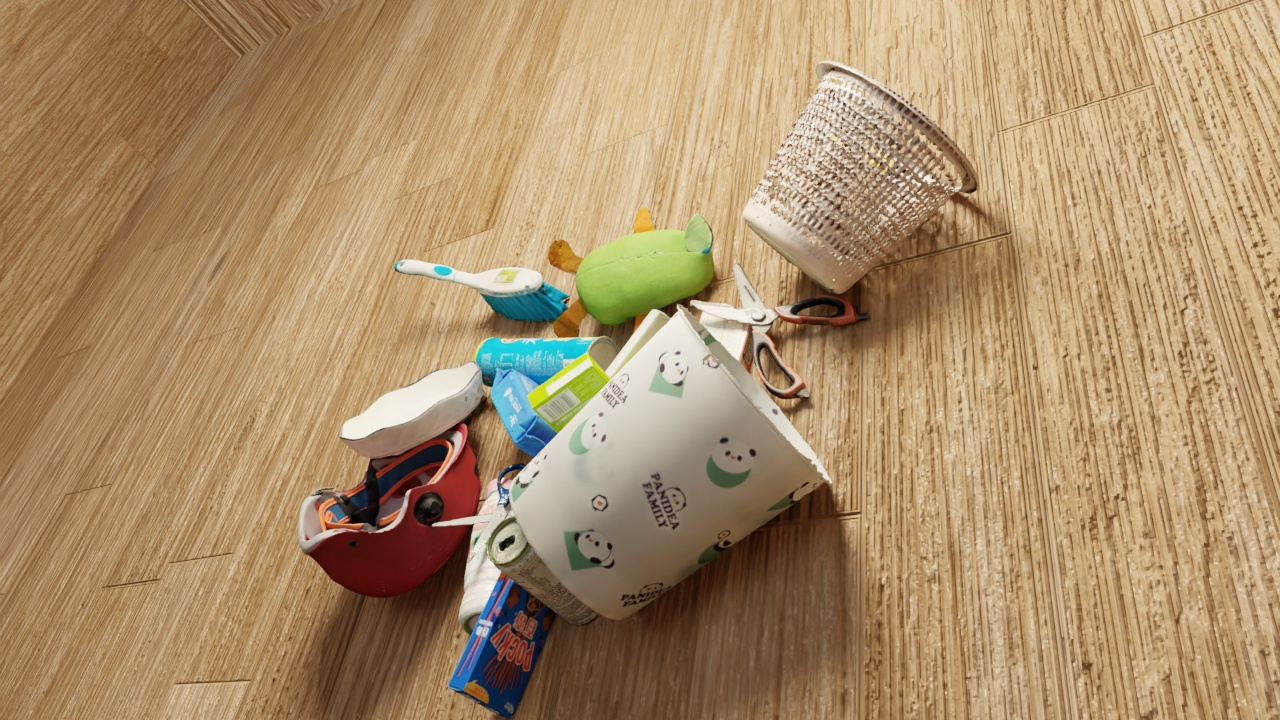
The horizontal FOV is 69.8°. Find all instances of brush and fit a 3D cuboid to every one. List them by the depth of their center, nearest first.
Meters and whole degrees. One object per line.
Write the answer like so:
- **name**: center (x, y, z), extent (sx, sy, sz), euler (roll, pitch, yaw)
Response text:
- **brush**: center (-0.250, -0.116, 1.410), extent (0.315, 0.109, 0.060), euler (5, 60, 40)

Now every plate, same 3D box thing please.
- **plate**: center (-0.298, 0.067, 1.220), extent (0.205, 0.045, 0.204), euler (-22, 15, 6)

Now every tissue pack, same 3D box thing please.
- **tissue pack**: center (-0.138, 0.074, 1.164), extent (0.052, 0.095, 0.157), euler (-43, 39, 7)

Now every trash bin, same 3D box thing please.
- **trash bin**: center (0.021, 0.110, 0.920), extent (0.252, 0.229, 0.229), euler (-41, 40, 8)
- **trash bin**: center (0.231, -0.192, 1.045), extent (0.192, 0.227, 0.227), euler (-51, 39, 7)

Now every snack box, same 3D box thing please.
- **snack box**: center (-0.137, 0.289, 0.977), extent (0.026, 0.084, 0.156), euler (0, 55, 38)
- **snack box**: center (-0.052, 0.065, 1.056), extent (0.086, 0.156, 0.026), euler (-37, 42, 5)
- **snack box**: center (0.091, 0.006, 1.098), extent (0.077, 0.027, 0.155), euler (-3, 53, 36)

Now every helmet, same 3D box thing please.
- **helmet**: center (-0.289, 0.197, 1.137), extent (0.239, 0.144, 0.207), euler (-34, 21, -24)

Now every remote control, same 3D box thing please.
- **remote control**: center (-0.007, 0.007, 1.150), extent (0.021, 0.058, 0.149), euler (20, 68, 47)

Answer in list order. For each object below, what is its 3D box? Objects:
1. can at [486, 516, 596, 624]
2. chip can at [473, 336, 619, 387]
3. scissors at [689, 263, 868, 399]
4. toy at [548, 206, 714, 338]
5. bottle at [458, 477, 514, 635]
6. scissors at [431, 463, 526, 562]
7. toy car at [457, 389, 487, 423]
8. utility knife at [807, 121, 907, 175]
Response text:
- **can**: center (-0.096, 0.220, 0.957), extent (0.058, 0.147, 0.058), euler (-21, 44, 21)
- **chip can**: center (-0.128, 0.003, 1.238), extent (0.211, 0.071, 0.071), euler (0, 55, 37)
- **scissors**: center (0.152, -0.039, 1.071), extent (0.226, 0.015, 0.188), euler (4, 58, 26)
- **toy**: center (-0.010, -0.112, 1.235), extent (0.247, 0.090, 0.226), euler (-10, 66, 23)
- **bottle**: center (-0.168, 0.225, 1.076), extent (0.068, 0.068, 0.196), euler (-23, 39, 20)
- **scissors**: center (-0.154, 0.177, 1.074), extent (0.162, 0.012, 0.175), euler (8, 34, 0)
- **toy car**: center (-0.261, 0.070, 1.310), extent (0.090, 0.035, 0.042), euler (-41, 39, 3)
- **utility knife**: center (0.280, -0.288, 1.222), extent (0.033, 0.015, 0.219), euler (-43, 42, -1)
